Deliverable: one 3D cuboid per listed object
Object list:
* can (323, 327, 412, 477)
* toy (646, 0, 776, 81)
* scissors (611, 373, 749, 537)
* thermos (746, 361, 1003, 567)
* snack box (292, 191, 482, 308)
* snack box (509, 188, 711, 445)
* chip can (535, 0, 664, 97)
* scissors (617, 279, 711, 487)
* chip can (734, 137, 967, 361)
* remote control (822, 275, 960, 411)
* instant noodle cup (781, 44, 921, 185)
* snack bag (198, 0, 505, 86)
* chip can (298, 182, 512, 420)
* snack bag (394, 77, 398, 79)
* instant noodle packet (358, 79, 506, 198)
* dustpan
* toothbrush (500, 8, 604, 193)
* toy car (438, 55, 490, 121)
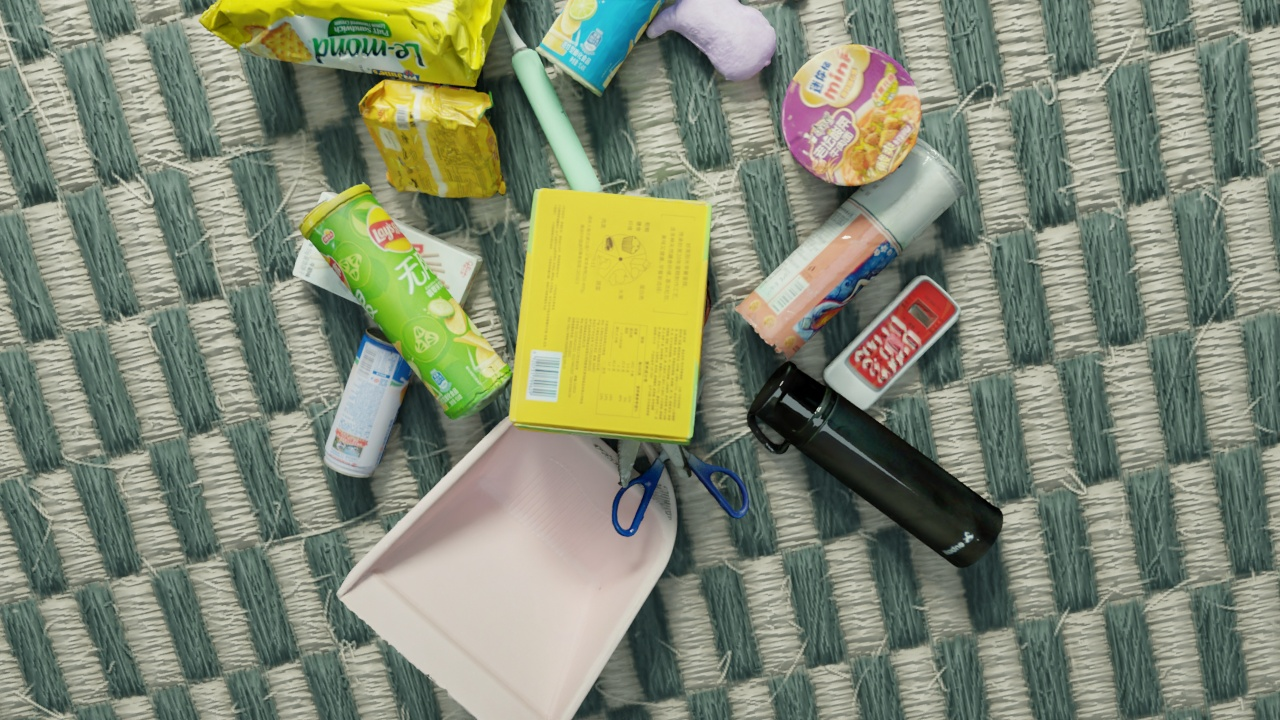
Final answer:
[{"bbox_3d":[-0.254,0.040,0.864,0.053,0.053,0.135,22,99,-1],"label":"can"},{"bbox_3d":[0.068,-0.290,0.804,0.108,0.039,0.084,37,99,-6],"label":"toy"},{"bbox_3d":[0.035,0.093,0.853,0.162,0.012,0.172,29,74,-10],"label":"scissors"},{"bbox_3d":[0.211,0.100,0.855,0.242,0.068,0.090,36,134,-2],"label":"thermos"},{"bbox_3d":[-0.236,-0.088,0.856,0.157,0.027,0.085,24,99,-1],"label":"snack box"},{"bbox_3d":[-0.023,-0.037,0.804,0.158,0.070,0.210,5,82,2],"label":"snack box"},{"bbox_3d":[-0.002,-0.332,0.778,0.071,0.071,0.210,35,102,-4],"label":"chip can"},{"bbox_3d":[0.002,-0.001,0.842,0.189,0.015,0.226,33,83,5],"label":"scissors"},{"bbox_3d":[0.183,-0.097,0.815,0.215,0.071,0.071,-44,95,8],"label":"chip can"},{"bbox_3d":[0.233,-0.015,0.852,0.056,0.020,0.136,43,98,-6],"label":"remote control"},{"bbox_3d":[0.170,-0.203,0.784,0.111,0.099,0.111,0,98,1],"label":"instant noodle cup"},{"bbox_3d":[-0.222,-0.318,0.755,0.246,0.068,0.157,11,68,9],"label":"snack bag"},{"bbox_3d":[-0.203,-0.048,0.810,0.072,0.072,0.221,-37,97,7],"label":"chip can"},{"bbox_3d":[-0.238,-0.307,0.820,0.048,0.026,0.104,-41,95,1],"label":"snack bag"},{"bbox_3d":[-0.175,-0.189,0.791,0.111,0.129,0.044,4,66,0],"label":"instant noodle packet"},{"bbox_3d":[-0.088,0.162,0.804,0.222,0.272,0.139,41,123,-7],"label":"dustpan"},{"bbox_3d":[-0.092,-0.244,0.825,0.027,0.027,0.224,-21,99,34],"label":"toothbrush"},{"bbox_3d":[-0.160,-0.246,0.821,0.034,0.042,0.090,9,107,35],"label":"toy car"}]
